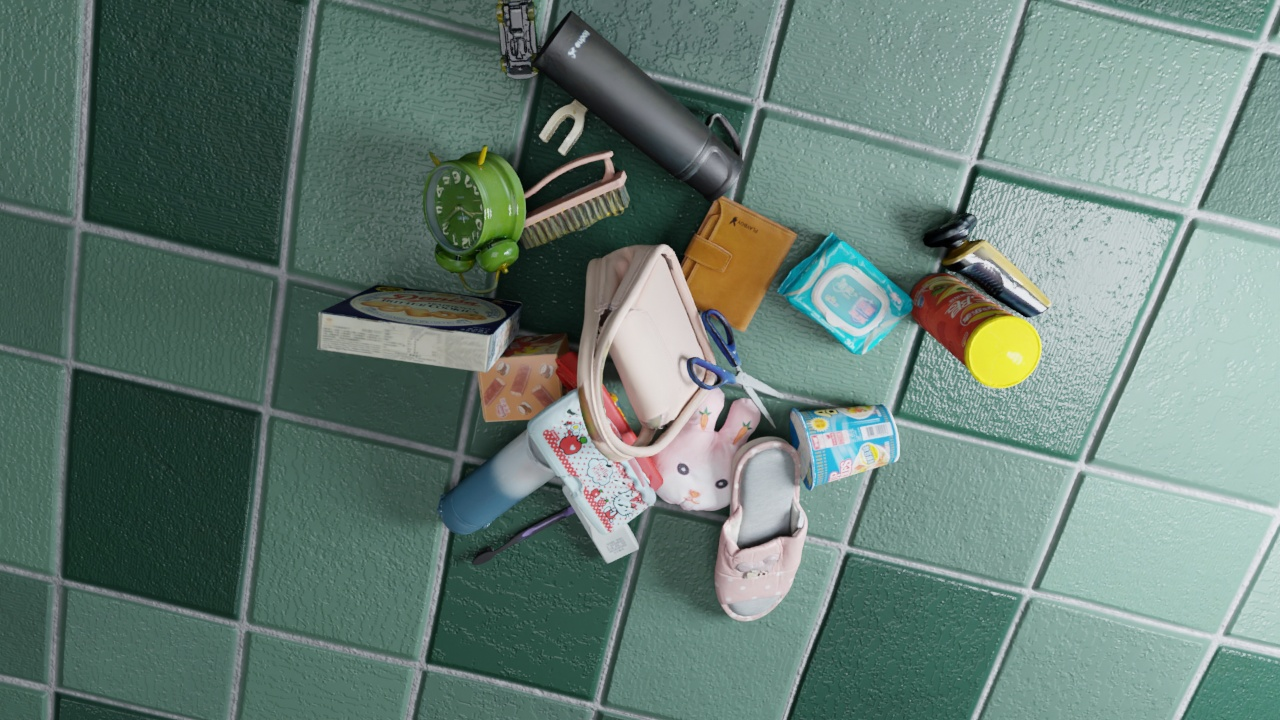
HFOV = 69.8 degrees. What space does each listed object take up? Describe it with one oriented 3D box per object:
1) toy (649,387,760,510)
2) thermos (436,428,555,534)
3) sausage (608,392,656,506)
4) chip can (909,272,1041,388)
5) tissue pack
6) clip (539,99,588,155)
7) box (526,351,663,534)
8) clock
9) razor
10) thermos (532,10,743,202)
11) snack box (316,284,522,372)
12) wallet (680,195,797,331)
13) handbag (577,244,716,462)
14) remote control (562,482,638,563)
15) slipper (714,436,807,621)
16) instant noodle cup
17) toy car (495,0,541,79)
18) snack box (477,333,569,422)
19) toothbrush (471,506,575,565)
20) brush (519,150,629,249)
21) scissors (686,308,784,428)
[{"bbox_3d":[0.079,0.110,1.116,0.121,0.054,0.159,20,102,-6],"label":"toy"},{"bbox_3d":[-0.165,0.146,1.095,0.070,0.070,0.221,43,130,-10],"label":"thermos"},{"bbox_3d":[-0.014,0.110,1.136,0.021,0.021,0.165,-19,105,8],"label":"sausage"},{"bbox_3d":[0.346,-0.039,0.969,0.073,0.216,0.073,0,108,1],"label":"chip can"},{"bbox_3d":[0.233,-0.076,1.050,0.133,0.050,0.093,37,106,-8],"label":"tissue pack"},{"bbox_3d":[-0.073,-0.274,1.024,0.035,0.087,0.104,34,78,-6],"label":"clip"},{"bbox_3d":[-0.057,0.095,1.034,0.100,0.095,0.201,-35,127,-7],"label":"box"},{"bbox_3d":[-0.185,-0.154,1.016,0.116,0.056,0.161,4,107,39],"label":"clock"},{"bbox_3d":[0.398,-0.105,1.037,0.167,0.062,0.067,35,74,-13],"label":"razor"},{"bbox_3d":[0.006,-0.273,0.981,0.242,0.069,0.089,34,68,-21],"label":"thermos"},{"bbox_3d":[-0.237,-0.039,1.017,0.178,0.182,0.046,7,105,1],"label":"snack box"},{"bbox_3d":[0.098,-0.115,1.058,0.119,0.035,0.131,24,107,-11],"label":"wallet"},{"bbox_3d":[-0.006,0.006,0.982,0.093,0.233,0.193,-10,124,26],"label":"handbag"},{"bbox_3d":[-0.051,0.197,1.160,0.049,0.024,0.125,-27,109,7],"label":"remote control"},{"bbox_3d":[0.149,0.217,1.119,0.114,0.054,0.275,-3,118,-12],"label":"slipper"},{"bbox_3d":[0.242,0.095,1.085,0.110,0.099,0.099,-11,106,-1],"label":"instant noodle cup"},{"bbox_3d":[-0.131,-0.351,0.992,0.043,0.036,0.091,-1,106,2],"label":"toy car"},{"bbox_3d":[-0.133,0.019,1.076,0.094,0.092,0.077,-4,106,4],"label":"snack box"},{"bbox_3d":[-0.137,0.217,1.182,0.189,0.016,0.014,-29,110,8],"label":"toothbrush"},{"bbox_3d":[-0.086,-0.179,1.030,0.146,0.063,0.073,-21,109,11],"label":"brush"},{"bbox_3d":[0.108,0.017,1.056,0.012,0.162,0.162,-16,95,43],"label":"scissors"}]
